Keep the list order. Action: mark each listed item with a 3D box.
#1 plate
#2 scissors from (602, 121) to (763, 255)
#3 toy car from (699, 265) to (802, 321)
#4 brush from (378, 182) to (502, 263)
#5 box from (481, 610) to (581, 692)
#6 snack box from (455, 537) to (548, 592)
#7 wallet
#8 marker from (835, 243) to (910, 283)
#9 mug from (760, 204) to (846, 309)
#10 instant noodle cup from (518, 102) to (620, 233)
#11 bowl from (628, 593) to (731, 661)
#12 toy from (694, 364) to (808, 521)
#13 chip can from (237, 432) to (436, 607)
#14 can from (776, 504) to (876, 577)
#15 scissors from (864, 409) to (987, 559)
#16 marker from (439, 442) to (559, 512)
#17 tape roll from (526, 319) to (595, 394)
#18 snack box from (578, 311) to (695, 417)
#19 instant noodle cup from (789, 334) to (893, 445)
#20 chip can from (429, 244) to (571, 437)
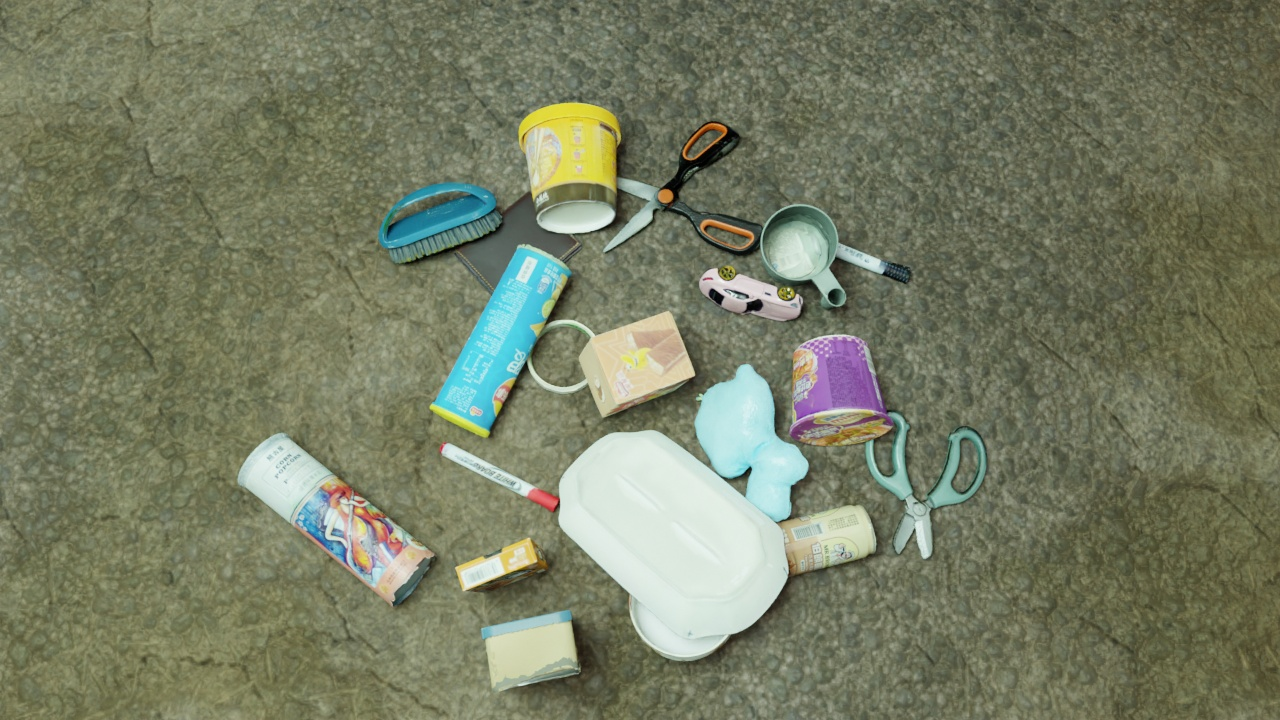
[{"bbox_3d":[0.030,0.169,0.962,0.266,0.034,0.161,38,67,26],"label":"plate"},{"bbox_3d":[0.051,-0.196,1.113,0.221,0.022,0.233,38,77,13],"label":"scissors"},{"bbox_3d":[0.127,-0.073,1.061,0.122,0.056,0.037,19,71,3],"label":"toy car"},{"bbox_3d":[-0.236,-0.166,1.060,0.144,0.073,0.055,-20,36,1],"label":"brush"},{"bbox_3d":[-0.104,0.282,0.892,0.089,0.184,0.062,-9,72,-10],"label":"box"},{"bbox_3d":[-0.136,0.209,0.925,0.075,0.154,0.026,-20,76,-7],"label":"snack box"},{"bbox_3d":[-0.145,-0.132,1.089,0.122,0.020,0.096,-42,85,-13],"label":"wallet"},{"bbox_3d":[0.261,-0.124,1.099,0.131,0.018,0.022,23,67,4],"label":"marker"},{"bbox_3d":[0.188,-0.111,1.043,0.084,0.103,0.124,-33,87,5],"label":"mug"},{"bbox_3d":[-0.078,-0.217,1.063,0.118,0.118,0.114,-5,76,-3],"label":"instant noodle cup"},{"bbox_3d":[0.047,0.261,0.957,0.113,0.062,0.113,-3,57,5],"label":"bowl"},{"bbox_3d":[0.115,0.090,1.008,0.156,0.049,0.161,25,100,29],"label":"toy"},{"bbox_3d":[-0.321,0.169,0.974,0.215,0.071,0.071,37,77,7],"label":"chip can"},{"bbox_3d":[0.189,0.195,0.988,0.116,0.058,0.058,-13,75,-6],"label":"can"},{"bbox_3d":[0.331,0.136,1.030,0.172,0.019,0.176,-7,74,-4],"label":"scissors"},{"bbox_3d":[-0.157,0.128,1.018,0.145,0.017,0.017,26,75,5],"label":"marker"},{"bbox_3d":[-0.088,-0.005,1.058,0.086,0.014,0.085,0,75,-2],"label":"tape roll"},{"bbox_3d":[-0.006,0.006,1.008,0.094,0.093,0.077,-20,83,-15],"label":"snack box"},{"bbox_3d":[0.215,0.032,1.014,0.111,0.112,0.099,-2,65,-3],"label":"instant noodle cup"},{"bbox_3d":[-0.154,-0.023,1.025,0.071,0.071,0.210,25,78,5],"label":"chip can"}]
